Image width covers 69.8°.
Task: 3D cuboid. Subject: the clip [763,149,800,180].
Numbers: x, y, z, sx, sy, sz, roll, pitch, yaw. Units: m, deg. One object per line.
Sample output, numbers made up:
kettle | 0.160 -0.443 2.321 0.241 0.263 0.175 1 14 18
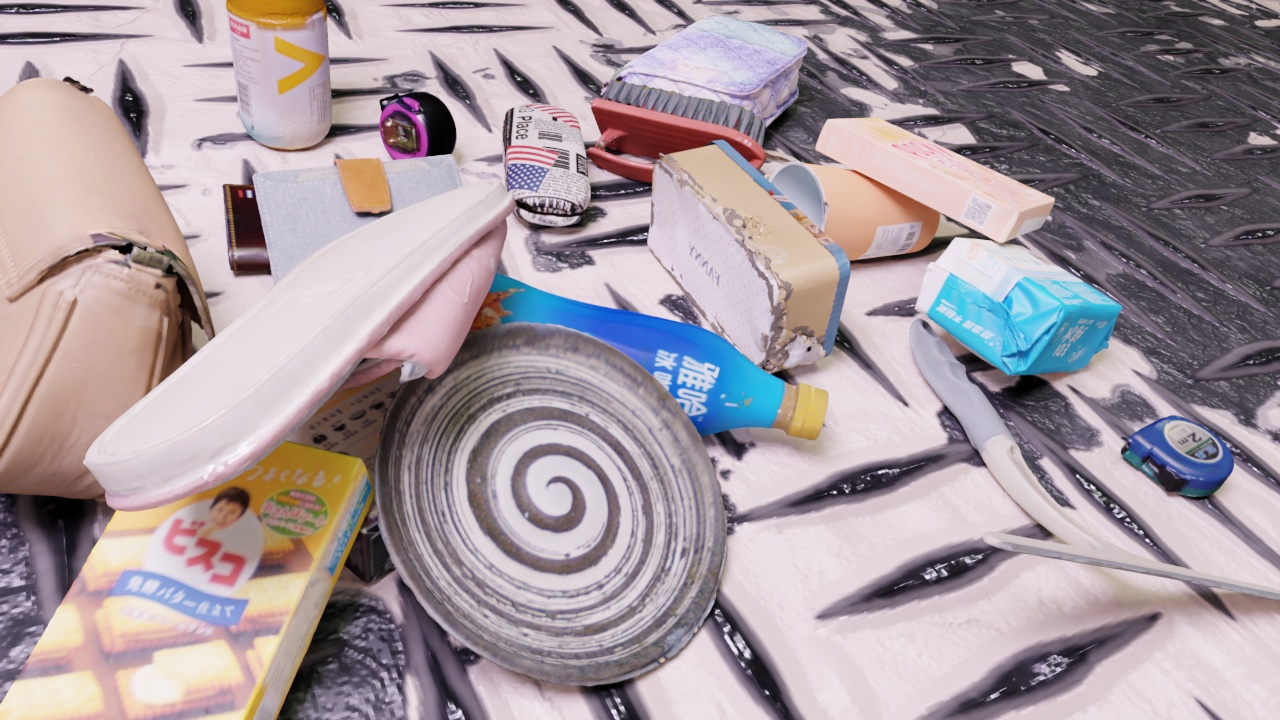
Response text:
clip | 0.133 -0.132 0.749 0.103 0.035 0.092 29 37 9

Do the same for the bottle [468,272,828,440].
bottle | -0.003 0.003 0.522 0.219 0.065 0.065 14 39 3

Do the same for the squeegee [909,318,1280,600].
squeegee | 0.219 0.052 0.542 0.246 0.039 0.246 14 28 -28

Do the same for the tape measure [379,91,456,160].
tape measure | -0.172 -0.175 0.702 0.058 0.057 0.039 14 33 29

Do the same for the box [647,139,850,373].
box | 0.063 -0.075 0.617 0.059 0.090 0.184 -14 47 -20

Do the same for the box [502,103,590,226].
box | -0.076 -0.152 0.719 0.071 0.057 0.164 -9 40 1

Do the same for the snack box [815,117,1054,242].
snack box | 0.215 -0.137 0.675 0.157 0.026 0.084 36 33 27

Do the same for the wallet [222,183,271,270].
wallet | -0.216 -0.092 0.623 0.122 0.020 0.096 -5 41 -23

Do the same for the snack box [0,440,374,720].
snack box | -0.172 0.095 0.359 0.087 0.034 0.140 13 56 7

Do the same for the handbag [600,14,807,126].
handbag | 0.067 -0.259 0.853 0.134 0.076 0.193 21 38 18

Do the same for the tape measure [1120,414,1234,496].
tape measure | 0.336 0.060 0.572 0.058 0.025 0.054 -19 50 -27

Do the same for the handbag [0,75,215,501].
handbag | -0.274 -0.034 0.441 0.099 0.148 0.204 14 28 -50

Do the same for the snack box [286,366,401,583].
snack box | -0.135 0.031 0.464 0.126 0.053 0.113 32 43 24

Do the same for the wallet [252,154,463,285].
wallet | -0.169 -0.083 0.582 0.129 0.037 0.106 -10 71 -24

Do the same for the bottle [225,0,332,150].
bottle | -0.261 -0.248 0.661 0.068 0.190 0.067 7 40 -6

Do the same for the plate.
plate | -0.038 0.064 0.435 0.179 0.024 0.179 16 53 -23

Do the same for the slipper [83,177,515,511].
slipper | -0.125 -0.016 0.408 0.114 0.054 0.273 -14 24 20

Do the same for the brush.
brush | 0.031 -0.175 0.746 0.146 0.063 0.069 16 74 17

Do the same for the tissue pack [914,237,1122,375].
tissue pack | 0.256 -0.034 0.620 0.139 0.063 0.090 -3 37 -46

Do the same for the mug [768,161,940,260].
mug | 0.164 -0.110 0.700 0.122 0.078 0.078 -5 42 -26
